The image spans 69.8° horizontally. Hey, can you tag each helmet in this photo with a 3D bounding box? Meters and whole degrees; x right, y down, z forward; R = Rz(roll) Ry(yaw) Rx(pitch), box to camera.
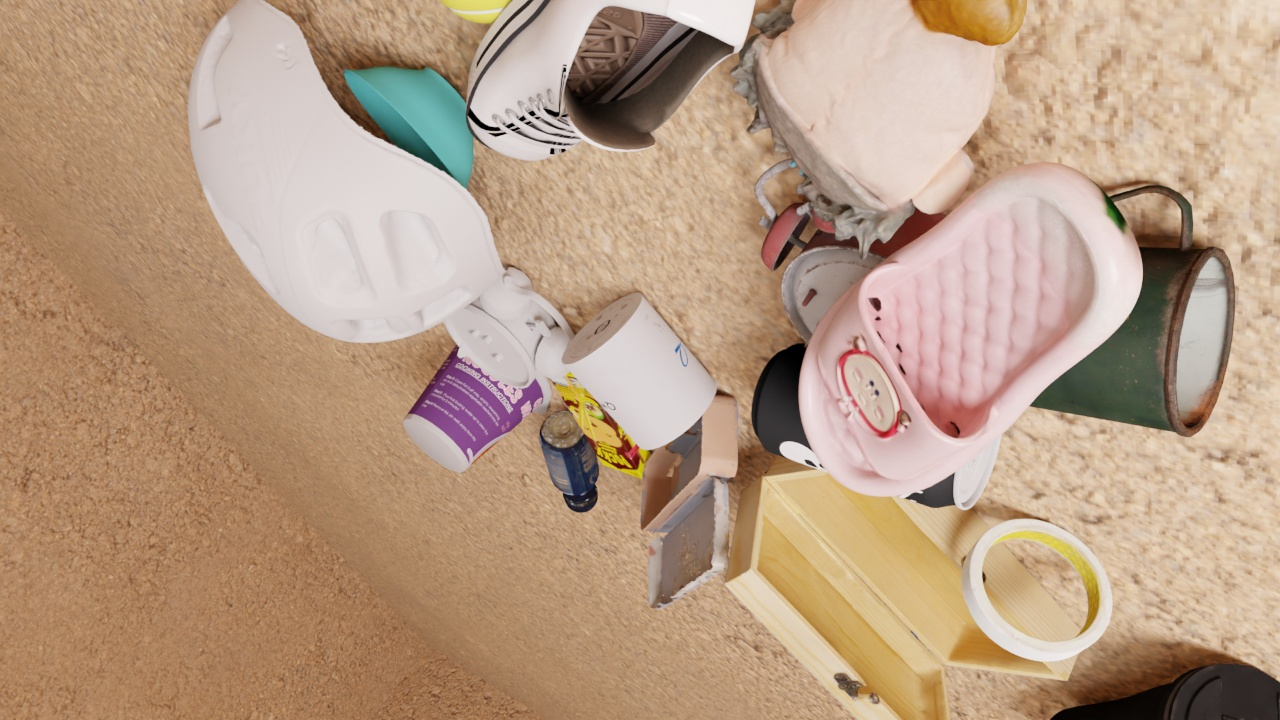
[{"bbox_3d":[-0.236,-0.147,0.706,0.282,0.183,0.224,64,169,7],"label":"helmet"}]

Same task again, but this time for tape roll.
[{"bbox_3d":[0.267,0.154,0.619,0.094,0.093,0.019,30,151,16],"label":"tape roll"}]

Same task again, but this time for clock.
[{"bbox_3d":[0.124,-0.048,0.526,0.157,0.061,0.110,45,152,-12],"label":"clock"},{"bbox_3d":[-0.119,-0.028,0.852,0.159,0.061,0.120,-4,131,54],"label":"clock"}]

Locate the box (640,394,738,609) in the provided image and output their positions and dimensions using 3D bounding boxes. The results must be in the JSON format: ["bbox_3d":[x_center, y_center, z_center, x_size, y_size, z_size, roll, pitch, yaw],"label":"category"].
[{"bbox_3d":[0.038,0.133,0.817,0.043,0.150,0.217,12,153,-9],"label":"box"}]

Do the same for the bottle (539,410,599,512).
[{"bbox_3d":[-0.075,0.117,1.021,0.056,0.056,0.161,27,150,23],"label":"bottle"}]

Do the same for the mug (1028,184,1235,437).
[{"bbox_3d":[0.222,-0.026,0.431,0.081,0.084,0.111,11,110,45],"label":"mug"}]

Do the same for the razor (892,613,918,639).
[{"bbox_3d":[0.212,0.236,0.893,0.141,0.018,0.044,22,148,22],"label":"razor"}]

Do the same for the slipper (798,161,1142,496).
[{"bbox_3d":[0.136,-0.006,0.433,0.106,0.055,0.222,61,149,18],"label":"slipper"}]

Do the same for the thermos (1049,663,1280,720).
[{"bbox_3d":[0.386,0.291,0.683,0.106,0.105,0.219,34,157,9],"label":"thermos"}]

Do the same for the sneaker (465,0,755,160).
[{"bbox_3d":[-0.021,-0.145,0.486,0.091,0.097,0.246,12,163,-32],"label":"sneaker"}]

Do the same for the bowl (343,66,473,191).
[{"bbox_3d":[-0.155,-0.177,0.671,0.121,0.046,0.121,43,171,8],"label":"bowl"}]

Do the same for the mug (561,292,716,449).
[{"bbox_3d":[-0.004,0.004,0.756,0.096,0.083,0.119,49,180,-18],"label":"mug"}]

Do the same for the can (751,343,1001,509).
[{"bbox_3d":[0.152,0.041,0.605,0.146,0.080,0.080,17,146,36],"label":"can"}]

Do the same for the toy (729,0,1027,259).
[{"bbox_3d":[0.110,-0.130,0.408,0.132,0.076,0.176,54,155,4],"label":"toy"}]

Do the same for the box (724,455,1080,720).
[{"bbox_3d":[0.193,0.182,0.724,0.248,0.184,0.142,47,173,-12],"label":"box"}]

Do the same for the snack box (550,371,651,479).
[{"bbox_3d":[-0.038,0.057,0.919,0.061,0.025,0.149,14,144,40],"label":"snack box"}]

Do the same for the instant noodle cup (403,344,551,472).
[{"bbox_3d":[-0.176,0.052,0.975,0.122,0.121,0.137,8,140,45],"label":"instant noodle cup"}]

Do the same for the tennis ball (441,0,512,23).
[{"bbox_3d":[-0.088,-0.224,0.514,0.065,0.065,0.065,29,151,18],"label":"tennis ball"}]
